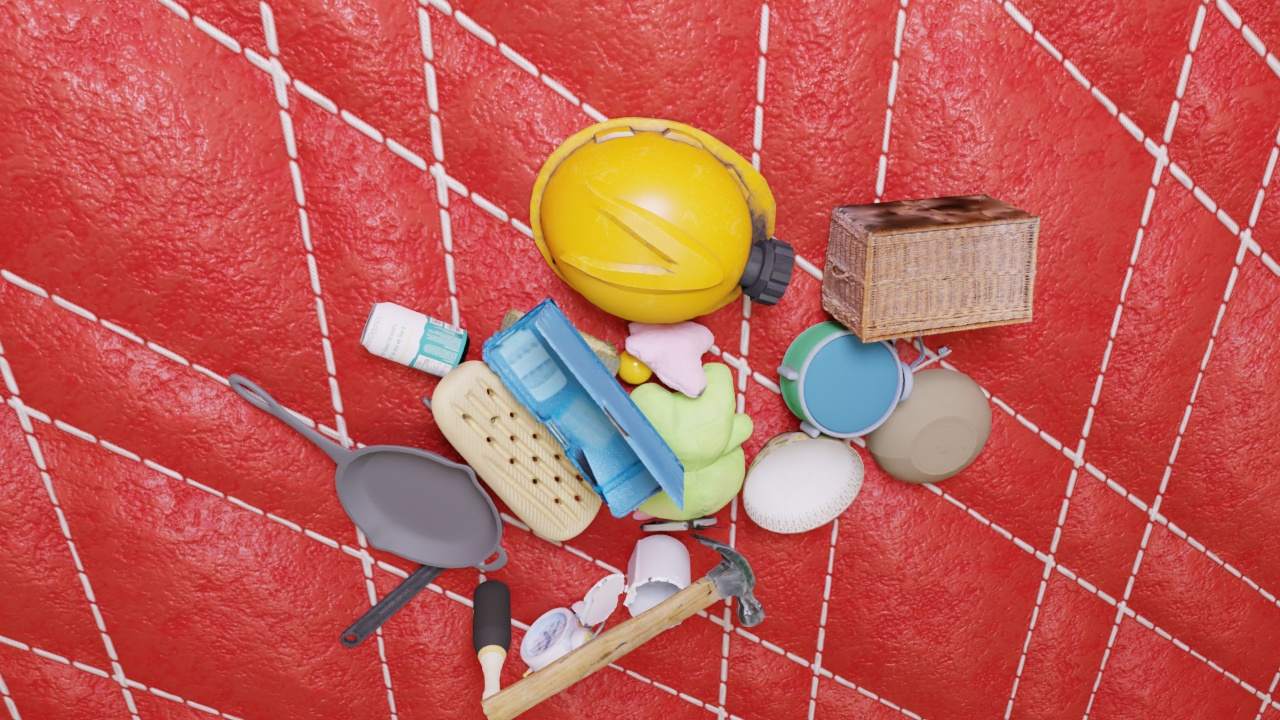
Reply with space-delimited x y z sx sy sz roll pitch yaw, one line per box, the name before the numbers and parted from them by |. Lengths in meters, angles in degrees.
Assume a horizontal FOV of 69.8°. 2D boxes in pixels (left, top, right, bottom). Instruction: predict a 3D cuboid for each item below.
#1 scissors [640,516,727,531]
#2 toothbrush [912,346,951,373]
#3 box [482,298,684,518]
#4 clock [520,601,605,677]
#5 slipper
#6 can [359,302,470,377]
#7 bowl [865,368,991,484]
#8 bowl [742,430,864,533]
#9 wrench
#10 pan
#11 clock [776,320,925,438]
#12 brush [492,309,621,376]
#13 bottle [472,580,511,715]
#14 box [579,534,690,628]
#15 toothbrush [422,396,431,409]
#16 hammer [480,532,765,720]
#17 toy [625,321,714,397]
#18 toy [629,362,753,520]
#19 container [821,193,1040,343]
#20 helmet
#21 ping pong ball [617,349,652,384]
scissors | 0.065 0.188 1.054 0.165 0.012 0.150 -12 171 39
toothbrush | 0.276 0.032 1.062 0.186 0.024 0.022 -28 154 6
box | -0.056 0.061 0.892 0.094 0.112 0.231 -35 103 9
clock | -0.092 0.346 1.138 0.125 0.088 0.052 -34 111 11
slipper | -0.134 0.091 0.997 0.111 0.079 0.261 -46 126 -10
can | -0.229 -0.020 0.935 0.101 0.055 0.055 21 113 -19
bowl | 0.348 0.088 1.087 0.152 0.050 0.152 -4 119 -7
bowl | 0.181 0.129 1.072 0.145 0.063 0.145 -6 124 -9
wrench | -0.268 0.265 1.107 0.274 0.018 0.073 -41 116 15
pan | -0.288 0.120 0.998 0.354 0.024 0.217 39 129 -16
clock | 0.238 0.011 1.015 0.161 0.075 0.122 -26 105 -6
brush | -0.093 0.002 0.968 0.135 0.055 0.075 21 107 -17
bottle | -0.172 0.332 1.061 0.045 0.184 0.045 -4 118 -7
box | -0.005 0.264 1.079 0.136 0.146 0.084 21 110 -9
toothbrush | -0.188 0.099 1.031 0.013 0.013 0.167 -38 117 3
hammer | -0.019 0.303 1.008 0.330 0.033 0.132 -25 110 -17
toy | 0.029 -0.011 0.965 0.096 0.098 0.053 19 136 -8
toy | 0.056 0.108 1.021 0.150 0.107 0.197 -16 121 -8
container | 0.295 -0.099 0.942 0.198 0.113 0.113 -6 114 -8
helmet | 0.022 -0.113 0.883 0.255 0.131 0.206 14 116 -15
ping pong ball | -0.006 0.006 0.993 0.040 0.040 0.040 -4 119 -7
